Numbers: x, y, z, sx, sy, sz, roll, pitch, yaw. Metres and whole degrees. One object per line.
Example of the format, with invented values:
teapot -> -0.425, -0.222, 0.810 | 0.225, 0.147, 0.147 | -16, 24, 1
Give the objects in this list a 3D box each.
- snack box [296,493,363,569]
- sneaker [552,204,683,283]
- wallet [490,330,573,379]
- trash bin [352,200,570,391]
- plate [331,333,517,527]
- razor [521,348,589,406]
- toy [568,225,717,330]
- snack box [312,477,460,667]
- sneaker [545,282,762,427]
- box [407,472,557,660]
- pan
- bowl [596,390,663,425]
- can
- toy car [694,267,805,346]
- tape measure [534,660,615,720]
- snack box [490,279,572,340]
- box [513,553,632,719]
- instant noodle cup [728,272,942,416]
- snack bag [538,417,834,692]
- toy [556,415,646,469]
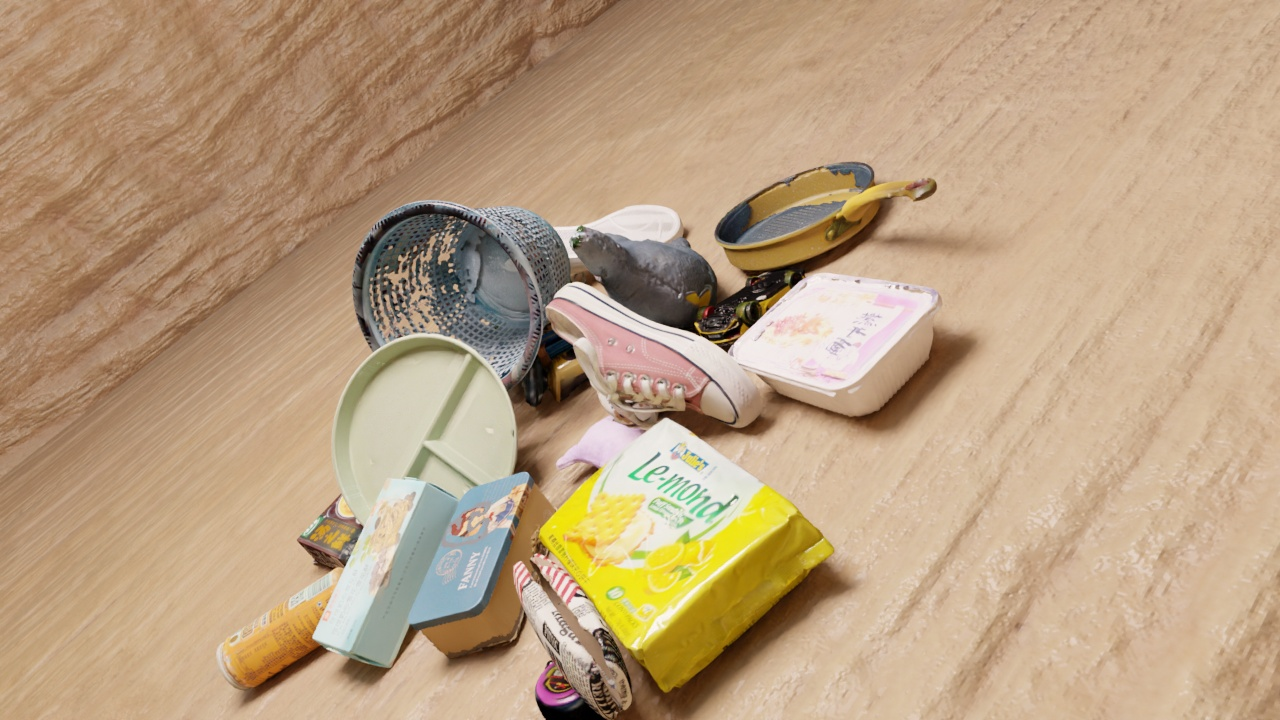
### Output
snack box -> -0.324, 0.188, 1.058 | 0.126, 0.053, 0.113 | 5, 45, 43
sneaker -> -0.055, -0.155, 1.311 | 0.242, 0.091, 0.089 | -8, 62, 8
wallet -> -0.119, -0.012, 1.152 | 0.133, 0.040, 0.106 | -28, 3, 10
trash bin -> -0.181, -0.088, 1.062 | 0.227, 0.226, 0.194 | -20, 12, 24
plate -> -0.229, 0.087, 0.977 | 0.231, 0.230, 0.027 | -24, -13, 17
razor -> -0.066, -0.002, 1.078 | 0.167, 0.067, 0.062 | -26, 27, 0
toy -> 0.022, -0.095, 1.022 | 0.091, 0.138, 0.355 | -42, -11, 18
snack box -> -0.244, 0.201, 0.887 | 0.074, 0.051, 0.174 | -3, 58, 44
sneaker -> -0.002, 0.010, 0.875 | 0.241, 0.118, 0.087 | 29, 62, 21
box -> -0.141, 0.189, 0.840 | 0.090, 0.062, 0.183 | -21, 28, 23
pan -> 0.208, -0.168, 1.006 | 0.197, 0.078, 0.357 | -34, 24, -13
bowl -> -0.006, 0.006, 0.975 | 0.114, 0.062, 0.113 | -31, 31, 21
can -> -0.351, 0.272, 0.930 | 0.146, 0.058, 0.058 | -32, 27, 1
toy car -> 0.123, -0.060, 0.982 | 0.071, 0.041, 0.155 | -2, 25, 46
tape measure -> -0.047, 0.244, 0.670 | 0.057, 0.039, 0.057 | -14, 25, 16
snack box -> -0.139, -0.086, 1.235 | 0.118, 0.117, 0.105 | -24, 24, 12
box -> -0.046, 0.189, 0.656 | 0.060, 0.072, 0.164 | -44, 30, -6
instant noodle cup -> 0.179, -0.011, 0.828 | 0.137, 0.060, 0.174 | -42, 29, -17
snack bag -> 0.023, 0.145, 0.728 | 0.158, 0.068, 0.246 | -39, 28, -10
toy -> -0.026, 0.089, 0.904 | 0.083, 0.039, 0.108 | -41, 34, -27
